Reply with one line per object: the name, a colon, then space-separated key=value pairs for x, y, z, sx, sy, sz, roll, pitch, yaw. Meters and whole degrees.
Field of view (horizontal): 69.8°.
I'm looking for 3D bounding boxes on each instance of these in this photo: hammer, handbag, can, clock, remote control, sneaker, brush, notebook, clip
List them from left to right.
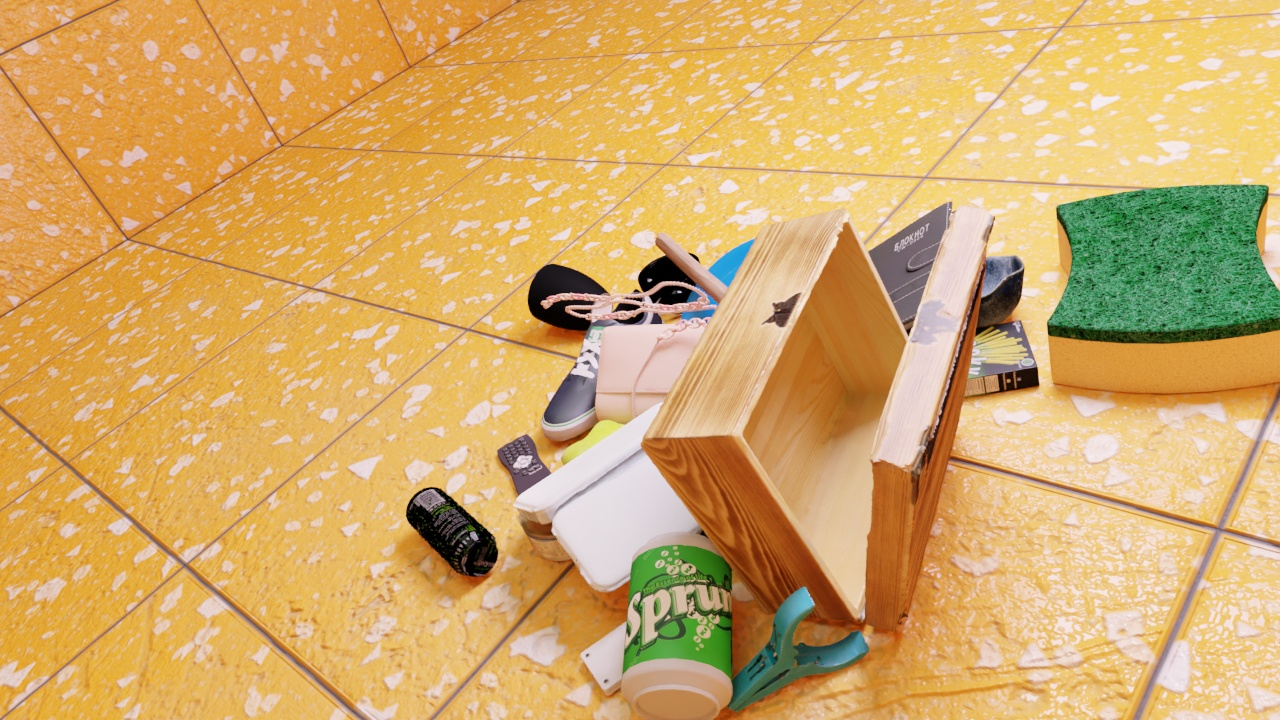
can: x=-0.205 y=0.184 z=0.991 sx=0.053 sy=0.054 sz=0.138 roll=-38 pitch=36 yaw=-22
remote control: x=-0.133 y=0.126 z=1.071 sx=0.046 sy=0.009 sz=0.124 roll=-29 pitch=34 yaw=-9
can: x=-0.080 y=0.163 z=0.956 sx=0.086 sy=0.043 sz=0.086 roll=-15 pitch=34 yaw=11
sneaker: x=-0.053 y=0.000 z=1.137 sx=0.084 sy=0.079 sz=0.234 roll=9 pitch=45 yaw=37
handbag: x=-0.005 y=0.005 z=1.005 sx=0.199 sy=0.187 sz=0.116 roll=0 pitch=72 yaw=25
remote control: x=0.014 y=0.242 z=0.821 sx=0.135 sy=0.011 sz=0.050 roll=-32 pitch=35 yaw=-14
clock: x=0.039 y=-0.099 z=1.254 sx=0.091 sy=0.042 sz=0.120 roll=2 pitch=41 yaw=33
can: x=0.032 y=0.219 z=0.757 sx=0.088 sy=0.088 sz=0.139 roll=-11 pitch=44 yaw=16
hammer: x=0.102 y=-0.067 z=1.054 sx=0.052 sy=0.098 sz=0.328 roll=-39 pitch=43 yaw=-2
clip: x=0.132 y=0.233 z=0.731 sx=0.119 sy=0.121 sz=0.033 roll=5 pitch=28 yaw=-21
notebook: x=0.289 y=-0.086 z=1.047 sx=0.170 sy=0.029 sz=0.208 roll=-33 pitch=24 yaw=40
brush: x=0.519 y=-0.077 z=0.914 sx=0.195 sy=0.075 sz=0.249 roll=-2 pitch=39 yaw=28

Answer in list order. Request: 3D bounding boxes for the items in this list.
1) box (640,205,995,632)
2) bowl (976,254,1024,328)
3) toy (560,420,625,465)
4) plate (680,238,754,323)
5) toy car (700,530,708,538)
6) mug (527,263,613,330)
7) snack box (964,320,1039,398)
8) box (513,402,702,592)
box: x=0.194 y=0.052 z=0.770 sx=0.221 sy=0.259 sz=0.278 roll=-6 pitch=40 yaw=38
bowl: x=0.370 y=-0.068 z=0.996 sx=0.110 sy=0.055 sz=0.110 roll=-29 pitch=14 yaw=7
toy: x=-0.028 y=0.110 z=1.001 sx=0.092 sy=0.046 sz=0.115 roll=-39 pitch=44 yaw=-25
plate: x=0.149 y=-0.046 z=1.072 sx=0.225 sy=0.024 sz=0.224 roll=-15 pitch=60 yaw=27
toy car: x=0.039 y=0.182 z=0.873 sx=0.107 sy=0.030 sz=0.049 roll=-14 pitch=33 yaw=6
mug: x=-0.083 y=-0.085 z=1.287 sx=0.100 sy=0.085 sz=0.118 roll=21 pitch=21 yaw=31
snack box: x=0.328 y=0.005 z=0.956 sx=0.148 sy=0.025 sz=0.080 roll=-11 pitch=35 yaw=17
box: x=-0.007 y=0.116 z=0.899 sx=0.210 sy=0.084 sz=0.186 roll=-31 pitch=34 yaw=-21
